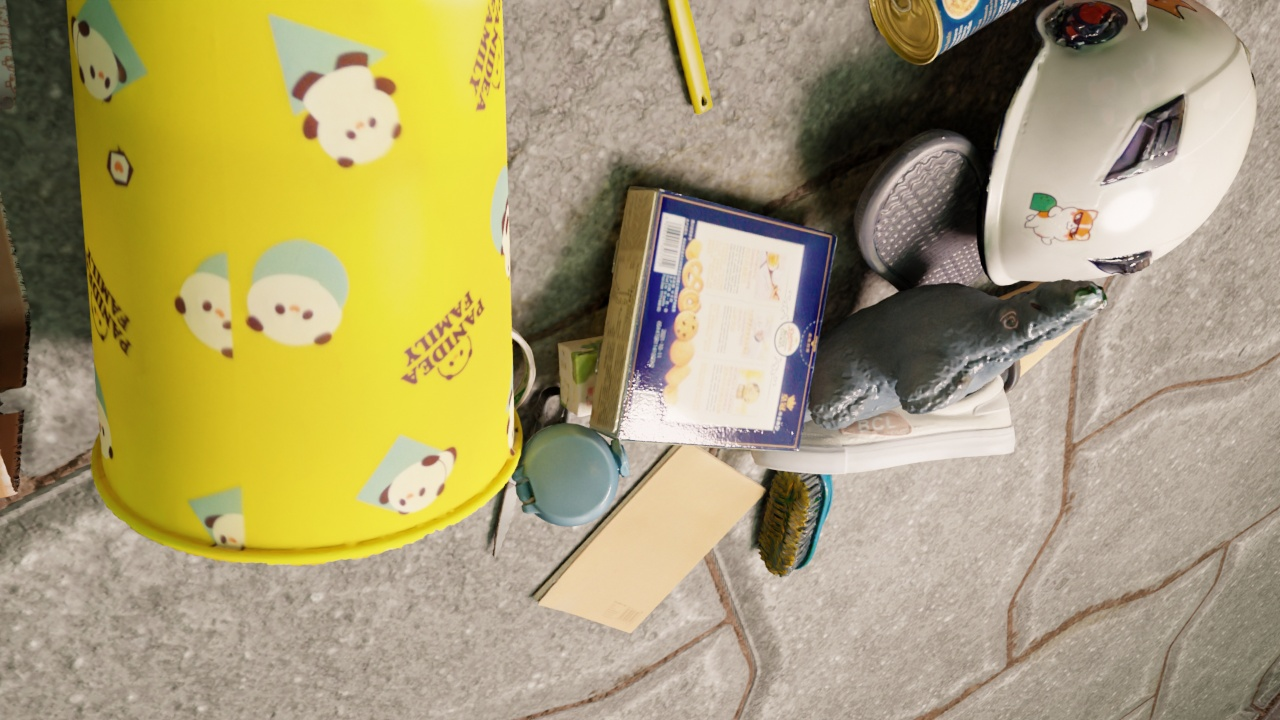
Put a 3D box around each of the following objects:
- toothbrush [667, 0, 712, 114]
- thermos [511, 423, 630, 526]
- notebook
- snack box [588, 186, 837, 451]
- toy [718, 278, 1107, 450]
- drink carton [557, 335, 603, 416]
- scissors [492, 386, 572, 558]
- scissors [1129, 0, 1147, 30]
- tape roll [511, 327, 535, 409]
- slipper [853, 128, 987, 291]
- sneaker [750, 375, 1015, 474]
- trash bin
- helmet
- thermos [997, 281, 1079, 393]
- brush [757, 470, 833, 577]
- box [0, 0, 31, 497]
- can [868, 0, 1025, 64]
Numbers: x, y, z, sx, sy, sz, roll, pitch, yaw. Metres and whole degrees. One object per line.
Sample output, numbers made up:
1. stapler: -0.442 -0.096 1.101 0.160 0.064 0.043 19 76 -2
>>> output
1. toothbrush: 0.019 -0.243 0.584 0.015 0.016 0.190 -30 134 -10
2. thermos: -0.051 0.075 0.629 0.070 0.220 0.070 1 85 -7
3. notebook: 0.014 0.179 0.897 0.211 0.012 0.149 -48 134 8
4. snack box: 0.059 -0.025 0.702 0.182 0.046 0.178 7 94 -35
5. toy: 0.213 -0.003 0.757 0.137 0.357 0.091 -38 99 -45
6. drink carton: -0.004 0.004 0.730 0.122 0.045 0.053 -11 112 -25
7. scissors: -0.105 0.095 0.759 0.159 0.014 0.181 13 114 -36
8. scissors: 0.312 -0.341 0.592 0.224 0.021 0.205 29 104 -1
9. tape roll: -0.121 0.010 0.680 0.085 0.014 0.086 -12 120 -21
10. slipper: 0.227 -0.121 0.766 0.111 0.083 0.268 -38 152 12
11. sneaker: 0.221 0.051 0.854 0.242 0.089 0.091 -7 92 4
12. trash bin: -0.167 -0.068 0.469 0.229 0.229 0.256 -7 121 -27
13. helmet: 0.374 -0.169 0.704 0.273 0.157 0.230 -50 142 -37
14. thermos: 0.368 -0.027 0.909 0.143 0.093 0.093 -27 133 -22
15. brush: 0.166 0.157 0.944 0.073 0.055 0.144 -22 133 -37
16. box: -0.308 -0.086 0.390 0.082 0.177 0.261 -5 125 -28
17. can: 0.229 -0.271 0.647 0.111 0.075 0.075 -33 133 -6
